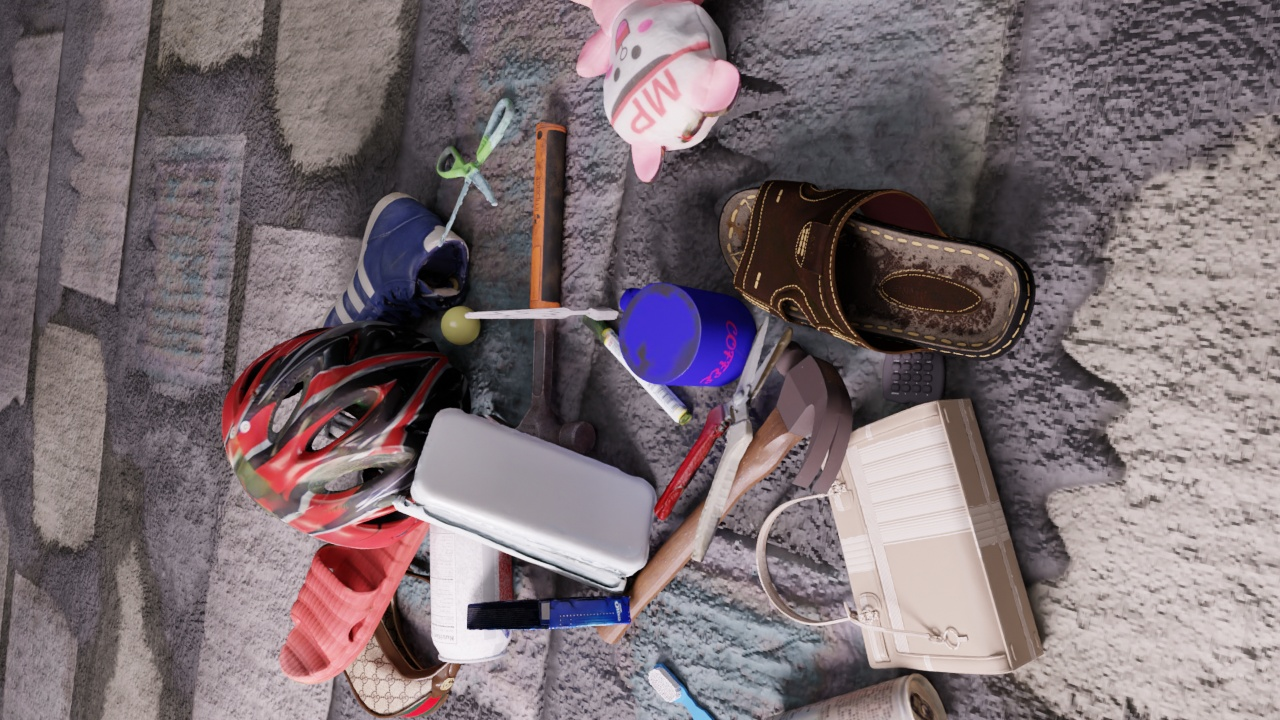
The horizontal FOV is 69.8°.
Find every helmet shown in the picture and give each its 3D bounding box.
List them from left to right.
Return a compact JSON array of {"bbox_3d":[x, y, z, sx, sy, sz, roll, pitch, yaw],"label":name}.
[{"bbox_3d":[-0.266,0.061,0.866,0.167,0.271,0.217,-42,93,19],"label":"helmet"}]

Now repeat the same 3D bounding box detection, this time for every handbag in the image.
[{"bbox_3d":[-0.254,0.291,0.979,0.138,0.063,0.166,-46,57,7],"label":"handbag"},{"bbox_3d":[0.165,0.138,0.672,0.198,0.062,0.175,-24,73,43],"label":"handbag"}]

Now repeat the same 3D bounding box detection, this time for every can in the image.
[{"bbox_3d":[-0.164,0.217,0.893,0.078,0.078,0.136,-5,84,37],"label":"can"},{"bbox_3d":[0.150,0.272,0.666,0.136,0.054,0.054,-31,70,32],"label":"can"}]

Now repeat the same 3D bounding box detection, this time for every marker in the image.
[{"bbox_3d":[-0.005,0.005,0.820,0.146,0.017,0.017,47,114,30],"label":"marker"}]

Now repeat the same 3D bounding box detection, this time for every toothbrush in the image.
[{"bbox_3d":[-0.078,-0.038,0.775,0.010,0.181,0.010,25,108,32],"label":"toothbrush"},{"bbox_3d":[0.065,0.313,0.753,0.166,0.014,0.016,40,111,31],"label":"toothbrush"}]

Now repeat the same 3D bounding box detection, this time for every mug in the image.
[{"bbox_3d":[0.028,-0.028,0.755,0.111,0.083,0.079,37,109,32],"label":"mug"}]

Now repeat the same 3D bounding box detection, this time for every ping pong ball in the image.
[{"bbox_3d":[-0.185,-0.036,0.945,0.040,0.040,0.040,-2,86,37],"label":"ping pong ball"}]

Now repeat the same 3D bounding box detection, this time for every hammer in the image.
[{"bbox_3d":[-0.101,-0.071,0.888,0.138,0.035,0.314,0,87,38],"label":"hammer"},{"bbox_3d":[0.056,0.127,0.746,0.324,0.033,0.115,-54,33,27],"label":"hammer"}]

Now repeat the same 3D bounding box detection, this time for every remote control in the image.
[{"bbox_3d":[0.201,-0.030,0.670,0.046,0.009,0.124,2,89,37],"label":"remote control"}]

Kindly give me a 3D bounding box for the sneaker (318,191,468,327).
[{"bbox_3d":[-0.257,-0.051,0.976,0.118,0.091,0.233,29,97,32],"label":"sneaker"}]

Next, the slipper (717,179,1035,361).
[{"bbox_3d":[0.148,-0.070,0.662,0.268,0.075,0.113,26,103,43],"label":"slipper"}]

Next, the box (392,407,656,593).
[{"bbox_3d":[-0.108,0.141,0.795,0.125,0.215,0.106,-54,17,45],"label":"box"}]

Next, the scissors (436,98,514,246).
[{"bbox_3d":[-0.168,-0.195,0.924,0.168,0.023,0.171,-48,42,5],"label":"scissors"}]

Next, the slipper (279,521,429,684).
[{"bbox_3d":[-0.307,0.228,0.966,0.103,0.059,0.248,32,86,41],"label":"slipper"}]

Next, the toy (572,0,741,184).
[{"bbox_3d":[0.014,-0.271,0.779,0.142,0.084,0.213,-30,69,35],"label":"toy"}]

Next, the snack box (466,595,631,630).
[{"bbox_3d":[-0.083,0.223,0.807,0.151,0.082,0.027,-21,66,52],"label":"snack box"}]

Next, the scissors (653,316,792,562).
[{"bbox_3d":[0.063,0.067,0.724,0.188,0.015,0.179,-40,37,45],"label":"scissors"}]
